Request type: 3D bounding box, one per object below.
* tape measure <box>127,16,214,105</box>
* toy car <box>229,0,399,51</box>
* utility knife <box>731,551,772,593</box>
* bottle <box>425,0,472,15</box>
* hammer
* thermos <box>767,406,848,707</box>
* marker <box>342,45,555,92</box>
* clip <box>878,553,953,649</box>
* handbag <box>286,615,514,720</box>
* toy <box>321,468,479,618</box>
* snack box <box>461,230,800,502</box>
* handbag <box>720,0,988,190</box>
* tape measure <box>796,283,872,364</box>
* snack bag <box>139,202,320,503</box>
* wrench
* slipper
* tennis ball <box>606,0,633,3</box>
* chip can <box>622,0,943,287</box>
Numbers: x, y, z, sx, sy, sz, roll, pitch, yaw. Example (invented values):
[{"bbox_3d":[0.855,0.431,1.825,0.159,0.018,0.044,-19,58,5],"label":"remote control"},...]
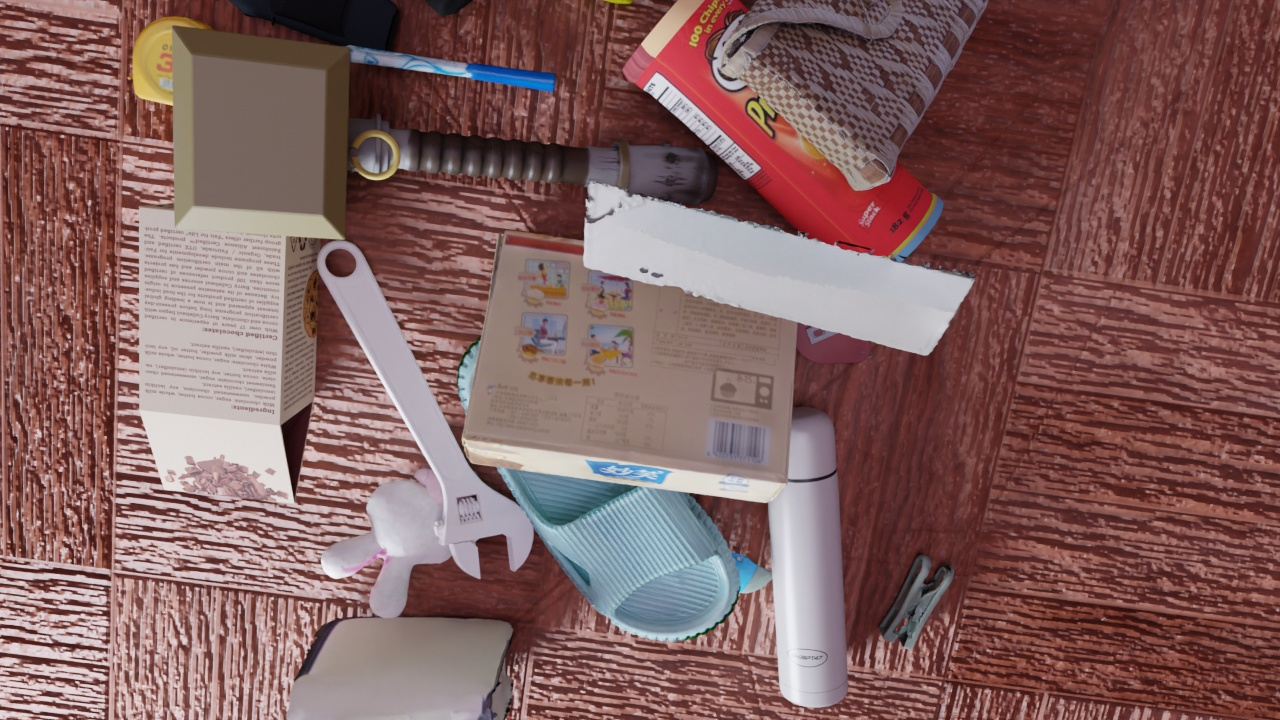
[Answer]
[{"bbox_3d":[-0.309,-0.201,0.621,0.068,0.030,0.059,11,102,-5],"label":"tape measure"},{"bbox_3d":[-0.218,-0.238,0.610,0.112,0.034,0.046,19,102,-4],"label":"toy car"},{"bbox_3d":[0.007,0.126,0.701,0.207,0.015,0.031,29,98,-6],"label":"utility knife"},{"bbox_3d":[-0.168,-0.309,0.582,0.059,0.059,0.181,-41,99,8],"label":"bottle"},{"bbox_3d":[-0.106,-0.131,0.586,0.324,0.190,0.101,2,103,-18],"label":"hammer"},{"bbox_3d":[0.124,0.146,0.686,0.052,0.052,0.224,-5,103,1],"label":"thermos"},{"bbox_3d":[-0.128,-0.196,0.616,0.141,0.013,0.013,4,103,-13],"label":"marker"},{"bbox_3d":[0.214,0.186,0.712,0.043,0.023,0.076,23,104,-6],"label":"clip"},{"bbox_3d":[-0.172,0.256,0.648,0.151,0.176,0.074,1,104,-1],"label":"handbag"},{"bbox_3d":[-0.172,0.125,0.687,0.076,0.037,0.125,40,78,-5],"label":"toy"},{"bbox_3d":[-0.004,0.004,0.617,0.207,0.055,0.153,8,68,-2],"label":"snack box"},{"bbox_3d":[0.138,-0.207,0.566,0.124,0.047,0.185,39,64,-11],"label":"handbag"},{"bbox_3d":[0.136,-0.020,0.666,0.051,0.019,0.059,-23,101,5],"label":"tape measure"},{"bbox_3d":[-0.287,-0.001,0.645,0.094,0.069,0.206,6,103,-1],"label":"snack bag"},{"bbox_3d":[-0.159,0.037,0.667,0.066,0.018,0.273,-29,97,-22],"label":"wrench"},{"bbox_3d":[-0.034,0.095,0.657,0.116,0.069,0.276,-35,94,8],"label":"slipper"},{"bbox_3d":[-0.013,-0.265,0.588,0.065,0.065,0.065,0,102,0],"label":"tennis ball"},{"bbox_3d":[0.094,-0.149,0.604,0.213,0.087,0.087,41,99,-9],"label":"chip can"}]
